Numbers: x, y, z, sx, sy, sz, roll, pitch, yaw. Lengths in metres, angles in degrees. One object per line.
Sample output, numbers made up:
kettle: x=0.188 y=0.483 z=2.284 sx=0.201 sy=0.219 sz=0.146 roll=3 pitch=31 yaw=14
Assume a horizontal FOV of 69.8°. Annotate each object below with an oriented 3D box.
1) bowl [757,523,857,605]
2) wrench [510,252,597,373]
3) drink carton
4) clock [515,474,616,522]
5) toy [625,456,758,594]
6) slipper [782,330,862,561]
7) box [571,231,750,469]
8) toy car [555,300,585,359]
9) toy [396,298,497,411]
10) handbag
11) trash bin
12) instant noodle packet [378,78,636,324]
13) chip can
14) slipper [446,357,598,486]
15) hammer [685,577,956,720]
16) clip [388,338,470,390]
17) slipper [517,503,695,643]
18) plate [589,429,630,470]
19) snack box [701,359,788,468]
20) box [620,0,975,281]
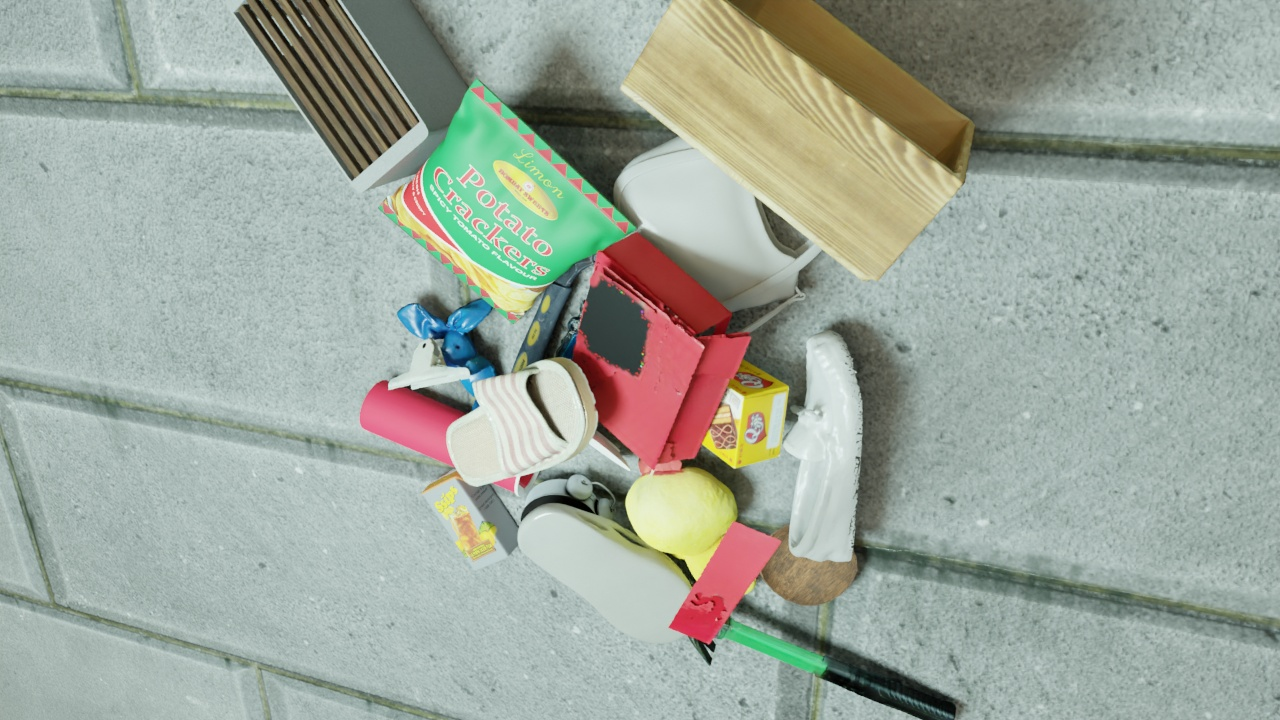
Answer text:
bowl: x=0.189 y=0.222 z=1.032 sx=0.102 sy=0.026 sz=0.114 roll=42 pitch=119 yaw=0
wrench: x=-0.101 y=-0.054 z=1.023 sx=0.073 sy=0.022 sz=0.274 roll=47 pitch=128 yaw=30
drink carton: x=-0.213 y=0.196 z=1.167 sx=0.076 sy=0.048 sz=0.125 roll=-27 pitch=100 yaw=29
clock: x=-0.086 y=0.181 z=1.105 sx=0.123 sy=0.035 sz=0.094 roll=-30 pitch=118 yaw=23
toy: x=0.058 y=0.192 z=1.038 sx=0.134 sy=0.092 sz=0.207 roll=-15 pitch=126 yaw=38
slipper: x=0.183 y=0.090 z=0.936 sx=0.074 sy=0.112 sz=0.247 roll=-5 pitch=108 yaw=-16
box: x=0.035 y=-0.019 z=0.923 sx=0.165 sy=0.152 sz=0.214 roll=40 pitch=145 yaw=18
toy car: x=-0.069 y=-0.016 z=1.020 sx=0.043 sy=0.056 sz=0.120 roll=30 pitch=122 yaw=1
toy: x=-0.201 y=0.000 z=1.071 sx=0.113 sy=0.070 sz=0.176 roll=-22 pitch=92 yaw=25
handbag: x=0.102 y=-0.133 z=0.903 sx=0.223 sy=0.095 sz=0.216 roll=-16 pitch=107 yaw=14
trash bin: x=-0.288 y=-0.308 z=0.945 sx=0.115 sy=0.114 sz=0.229 roll=-30 pitch=99 yaw=29
instant noodle packet: x=-0.146 y=-0.146 z=0.932 sx=0.195 sy=0.090 sz=0.253 roll=42 pitch=142 yaw=-15
chip can: x=-0.231 y=0.092 z=1.119 sx=0.221 sy=0.069 sz=0.069 roll=21 pitch=118 yaw=13
slipper: x=-0.141 y=0.071 z=0.961 sx=0.264 sy=0.052 sz=0.115 roll=-29 pitch=85 yaw=47
hammer: x=0.204 y=0.350 z=1.054 sx=0.319 sy=0.032 sz=0.130 roll=21 pitch=133 yaw=4
clip: x=-0.242 y=0.009 z=1.042 sx=0.102 sy=0.057 sz=0.052 roll=-11 pitch=123 yaw=35
slipper: x=-0.034 y=0.236 z=1.087 sx=0.266 sy=0.080 sz=0.113 roll=39 pitch=112 yaw=-25
plate: x=-0.063 y=0.079 z=1.028 sx=0.134 sy=0.135 sz=0.011 roll=36 pitch=81 yaw=4
snack box: x=0.093 y=0.048 z=0.948 sx=0.106 sy=0.061 sz=0.084 roll=35 pitch=129 yaw=50
box: x=0.176 y=-0.298 z=0.674 sx=0.286 sy=0.278 sz=0.335 roll=37 pitch=122 yaw=3
